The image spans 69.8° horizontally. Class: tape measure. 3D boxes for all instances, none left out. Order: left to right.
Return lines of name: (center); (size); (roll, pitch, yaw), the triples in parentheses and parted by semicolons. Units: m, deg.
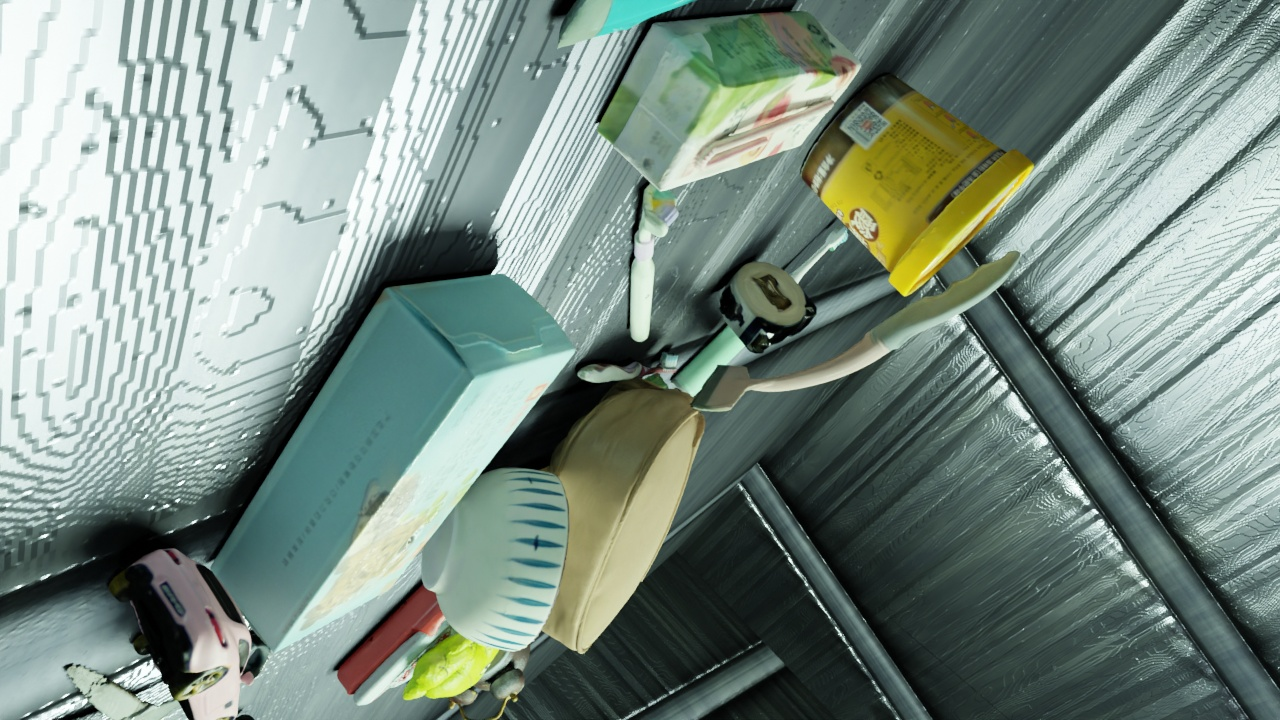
tape measure: (0.097, -0.044, 0.725); (0.065, 0.066, 0.034); (-27, 162, -39)

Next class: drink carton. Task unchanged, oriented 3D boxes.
drink carton: (0.042, -0.111, 0.384); (0.122, 0.045, 0.054); (-30, 161, -49)

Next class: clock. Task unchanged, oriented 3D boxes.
clock: (-0.151, 0.286, 0.885); (0.082, 0.121, 0.055); (-11, 143, 10)

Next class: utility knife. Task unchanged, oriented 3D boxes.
utility knife: (0.039, -0.147, 0.332); (0.186, 0.013, 0.029); (-34, 165, -35)

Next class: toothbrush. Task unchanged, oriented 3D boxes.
toothbrush: (-0.004, 0.004, 0.676); (0.187, 0.016, 0.017); (-4, 110, -70)
toothbrush: (0.004, -0.047, 0.532); (0.020, 0.029, 0.190); (-1, 161, -3)
toothbrush: (0.114, -0.048, 0.864); (0.224, 0.026, 0.027); (-45, 146, -3)

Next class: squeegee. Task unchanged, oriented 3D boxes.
squeegee: (0.168, -0.016, 0.689); (0.250, 0.040, 0.247); (-24, -179, 12)

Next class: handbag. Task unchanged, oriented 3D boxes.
handbag: (-0.028, 0.109, 0.687); (0.147, 0.100, 0.205); (-34, 149, -59)

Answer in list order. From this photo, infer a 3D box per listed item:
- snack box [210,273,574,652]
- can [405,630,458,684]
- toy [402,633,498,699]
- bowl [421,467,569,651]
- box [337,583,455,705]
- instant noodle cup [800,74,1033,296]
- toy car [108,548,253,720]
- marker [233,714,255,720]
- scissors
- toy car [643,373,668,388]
snack box: (-0.106, 0.043, 0.388); (0.175, 0.051, 0.074); (-50, 166, 24)
can: (-0.162, 0.235, 0.832); (0.148, 0.049, 0.074); (-44, 167, -5)
toy: (-0.153, 0.250, 0.755); (0.096, 0.031, 0.100); (-34, 155, -28)
bowl: (-0.099, 0.122, 0.586); (0.066, 0.116, 0.117); (17, 130, -25)
box: (-0.154, 0.199, 0.751); (0.201, 0.047, 0.086); (-45, 168, -1)
instant noodle cup: (0.184, -0.125, 0.632); (0.118, 0.114, 0.118); (-42, 168, -11)
toy car: (-0.182, 0.115, 0.373); (0.037, 0.056, 0.123); (-27, 160, -35)
marker: (-0.272, 0.236, 0.548); (0.132, 0.022, 0.020); (45, 58, -78)
scissors: (-0.243, 0.175, 0.446); (0.177, 0.014, 0.160); (-31, 150, -61)
toy car: (-0.011, 0.048, 0.754); (0.091, 0.036, 0.043); (-47, 169, 25)
